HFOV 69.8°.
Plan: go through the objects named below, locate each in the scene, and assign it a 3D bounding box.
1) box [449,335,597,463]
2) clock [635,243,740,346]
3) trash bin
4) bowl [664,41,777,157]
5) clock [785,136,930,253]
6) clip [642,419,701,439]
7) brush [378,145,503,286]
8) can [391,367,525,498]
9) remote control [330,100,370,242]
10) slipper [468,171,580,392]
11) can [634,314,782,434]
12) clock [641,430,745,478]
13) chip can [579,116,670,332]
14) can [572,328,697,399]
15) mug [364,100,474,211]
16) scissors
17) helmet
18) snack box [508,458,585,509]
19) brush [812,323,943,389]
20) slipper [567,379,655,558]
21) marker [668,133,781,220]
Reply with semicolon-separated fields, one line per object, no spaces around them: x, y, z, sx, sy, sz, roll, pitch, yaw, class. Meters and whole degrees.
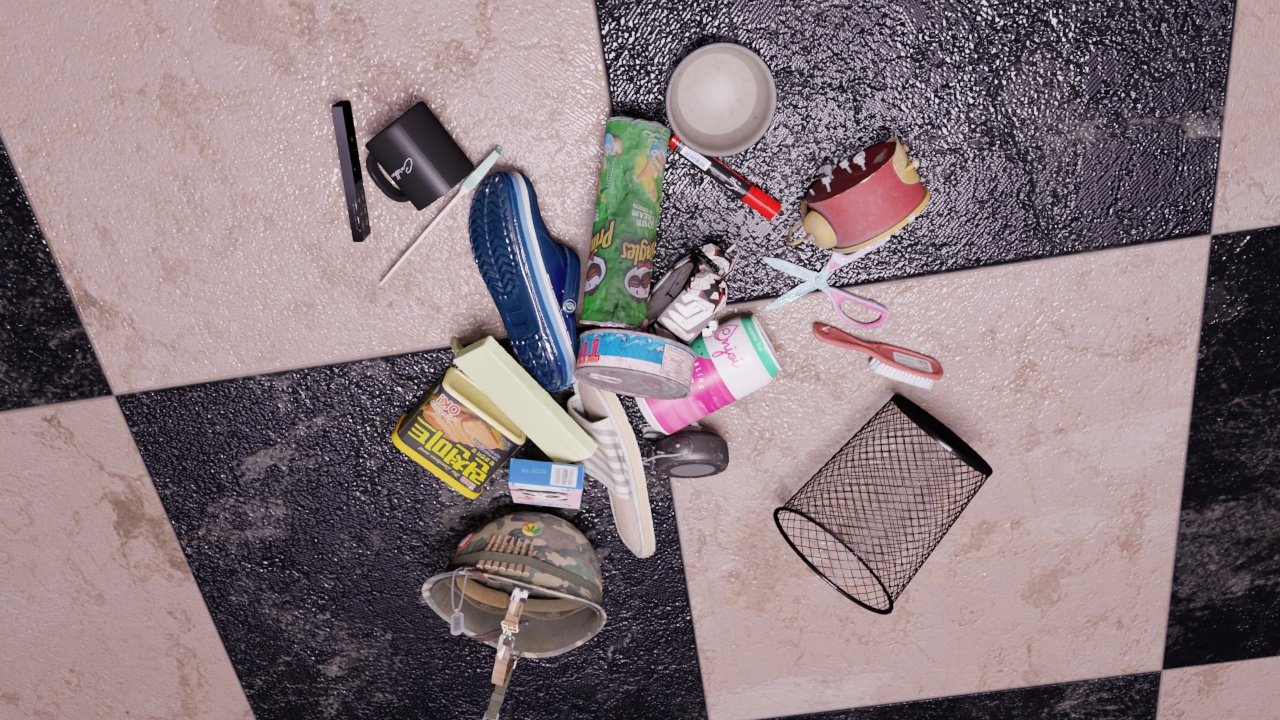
-0.146;0.048;1.077;0.048;0.141;0.188;-49;114;-17;box
0.064;-0.070;1.028;0.065;0.114;0.155;38;125;-16;clock
0.300;0.166;1.116;0.184;0.184;0.210;33;104;-15;trash bin
0.082;-0.278;0.967;0.115;0.059;0.116;0;115;-1;bowl
0.223;-0.175;0.989;0.159;0.117;0.081;-30;108;19;clock
0.056;0.085;1.150;0.101;0.040;0.054;7;127;-5;clip
-0.229;-0.159;1.035;0.012;0.033;0.218;41;110;-16;brush
-0.219;0.088;1.126;0.131;0.072;0.101;39;106;-17;can
-0.317;-0.207;1.009;0.013;0.034;0.150;-2;115;0;remote control
-0.117;-0.091;1.038;0.095;0.105;0.253;-23;104;-32;slipper
0.077;0.016;1.086;0.166;0.088;0.088;-28;112;12;can
0.059;0.113;1.126;0.122;0.043;0.091;14;153;-35;clock
-0.015;-0.145;0.980;0.075;0.075;0.223;7;93;-4;chip can
-0.006;0.006;0.999;0.130;0.130;0.044;11;77;-6;can
-0.249;-0.213;0.992;0.114;0.078;0.088;-22;116;37;mug
0.228;-0.105;1.075;0.170;0.014;0.168;22;114;-7;scissors
-0.156;0.302;1.134;0.224;0.235;0.193;1;139;-12;helmet
-0.114;0.152;1.123;0.088;0.154;0.033;6;73;-3;snack box
0.283;-0.004;1.110;0.172;0.040;0.030;18;130;-8;brush
-0.037;0.136;1.134;0.054;0.114;0.273;-30;120;-25;slipper
0.094;-0.206;1.021;0.145;0.024;0.021;33;69;-14;marker
